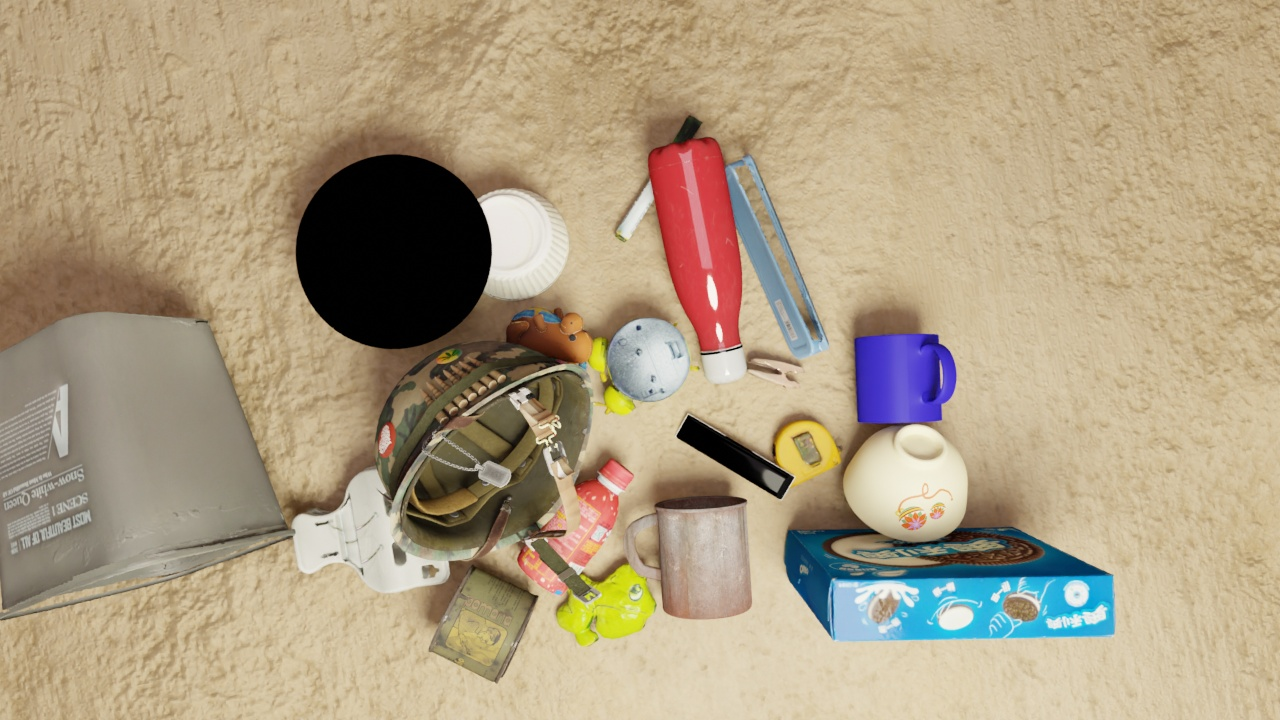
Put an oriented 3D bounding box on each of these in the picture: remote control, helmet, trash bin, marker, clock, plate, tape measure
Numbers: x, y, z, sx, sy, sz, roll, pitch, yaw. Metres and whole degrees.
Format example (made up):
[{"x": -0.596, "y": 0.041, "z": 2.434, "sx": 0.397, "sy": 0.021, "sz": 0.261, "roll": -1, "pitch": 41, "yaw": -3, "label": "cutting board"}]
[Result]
[{"x": 0.093, "y": 0.096, "z": 0.916, "sx": 0.124, "sy": 0.011, "sz": 0.028, "roll": 30, "pitch": 100, "yaw": 12, "label": "remote control"}, {"x": -0.126, "y": 0.087, "z": 0.810, "sx": 0.236, "sy": 0.193, "sz": 0.223, "roll": 21, "pitch": 44, "yaw": 23, "label": "helmet"}, {"x": -0.461, "y": 0.087, "z": 0.827, "sx": 0.198, "sy": 0.197, "sz": 0.220, "roll": -21, "pitch": 81, "yaw": 21, "label": "trash bin"}, {"x": 0.018, "y": -0.185, "z": 0.936, "sx": 0.017, "sy": 0.017, "sz": 0.146, "roll": 32, "pitch": 88, "yaw": 0, "label": "marker"}, {"x": -0.005, "y": 0.005, "z": 0.909, "sx": 0.119, "sy": 0.057, "sz": 0.083, "roll": -22, "pitch": 89, "yaw": -2, "label": "clock"}, {"x": -0.232, "y": -0.104, "z": 0.849, "sx": 0.184, "sy": 0.036, "sz": 0.184, "roll": 0, "pitch": 88, "yaw": -1, "label": "plate"}, {"x": 0.165, "y": 0.089, "z": 0.923, "sx": 0.068, "sy": 0.030, "sz": 0.059, "roll": -25, "pitch": 91, "yaw": -2, "label": "tape measure"}]

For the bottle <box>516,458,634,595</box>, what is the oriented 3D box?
[{"x": -0.059, "y": 0.159, "z": 0.902, "sx": 0.062, "sy": 0.062, "sz": 0.137, "roll": 38, "pitch": 87, "yaw": 0, "label": "bottle"}]

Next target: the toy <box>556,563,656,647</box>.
[{"x": -0.033, "y": 0.242, "z": 0.913, "sx": 0.093, "sy": 0.036, "sz": 0.094, "roll": 20, "pitch": 87, "yaw": 8, "label": "toy"}]

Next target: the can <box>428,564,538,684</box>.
[{"x": -0.149, "y": 0.253, "z": 0.883, "sx": 0.074, "sy": 0.090, "sz": 0.090, "roll": 26, "pitch": 88, "yaw": 0, "label": "can"}]

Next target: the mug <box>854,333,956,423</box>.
[{"x": 0.260, "y": 0.017, "z": 0.887, "sx": 0.079, "sy": 0.111, "sz": 0.083, "roll": -1, "pitch": 88, "yaw": -26, "label": "mug"}]

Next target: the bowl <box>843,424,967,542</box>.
[{"x": 0.258, "y": 0.102, "z": 0.872, "sx": 0.118, "sy": 0.074, "sz": 0.117, "roll": 0, "pitch": 45, "yaw": -1, "label": "bowl"}]

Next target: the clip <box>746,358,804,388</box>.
[{"x": 0.138, "y": 0.009, "z": 0.929, "sx": 0.049, "sy": 0.026, "sz": 0.061, "roll": -42, "pitch": 91, "yaw": -3, "label": "clip"}]

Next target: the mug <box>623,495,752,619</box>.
[{"x": 0.046, "y": 0.190, "z": 0.890, "sx": 0.123, "sy": 0.096, "sz": 0.110, "roll": -4, "pitch": 84, "yaw": 6, "label": "mug"}]

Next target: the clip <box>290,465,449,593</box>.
[{"x": -0.264, "y": 0.167, "z": 0.908, "sx": 0.151, "sy": 0.089, "sz": 0.125, "roll": -11, "pitch": 86, "yaw": 10, "label": "clip"}]

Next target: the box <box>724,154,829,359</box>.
[{"x": 0.143, "y": -0.106, "z": 0.912, "sx": 0.052, "sy": 0.067, "sz": 0.210, "roll": -24, "pitch": 89, "yaw": -9, "label": "box"}]

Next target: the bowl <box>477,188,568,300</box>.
[{"x": -0.130, "y": -0.120, "z": 0.908, "sx": 0.115, "sy": 0.062, "sz": 0.115, "roll": 0, "pitch": 88, "yaw": -1, "label": "bowl"}]

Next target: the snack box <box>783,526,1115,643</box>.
[{"x": 0.267, "y": 0.199, "z": 0.838, "sx": 0.239, "sy": 0.195, "sz": 0.056, "roll": 0, "pitch": 91, "yaw": -2, "label": "snack box"}]

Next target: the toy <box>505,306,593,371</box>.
[{"x": -0.090, "y": -0.003, "z": 0.905, "sx": 0.090, "sy": 0.070, "sz": 0.103, "roll": 16, "pitch": 109, "yaw": 23, "label": "toy"}]

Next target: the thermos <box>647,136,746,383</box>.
[{"x": 0.064, "y": -0.095, "z": 0.905, "sx": 0.073, "sy": 0.073, "sz": 0.240, "roll": -12, "pitch": 97, "yaw": -1, "label": "thermos"}]
